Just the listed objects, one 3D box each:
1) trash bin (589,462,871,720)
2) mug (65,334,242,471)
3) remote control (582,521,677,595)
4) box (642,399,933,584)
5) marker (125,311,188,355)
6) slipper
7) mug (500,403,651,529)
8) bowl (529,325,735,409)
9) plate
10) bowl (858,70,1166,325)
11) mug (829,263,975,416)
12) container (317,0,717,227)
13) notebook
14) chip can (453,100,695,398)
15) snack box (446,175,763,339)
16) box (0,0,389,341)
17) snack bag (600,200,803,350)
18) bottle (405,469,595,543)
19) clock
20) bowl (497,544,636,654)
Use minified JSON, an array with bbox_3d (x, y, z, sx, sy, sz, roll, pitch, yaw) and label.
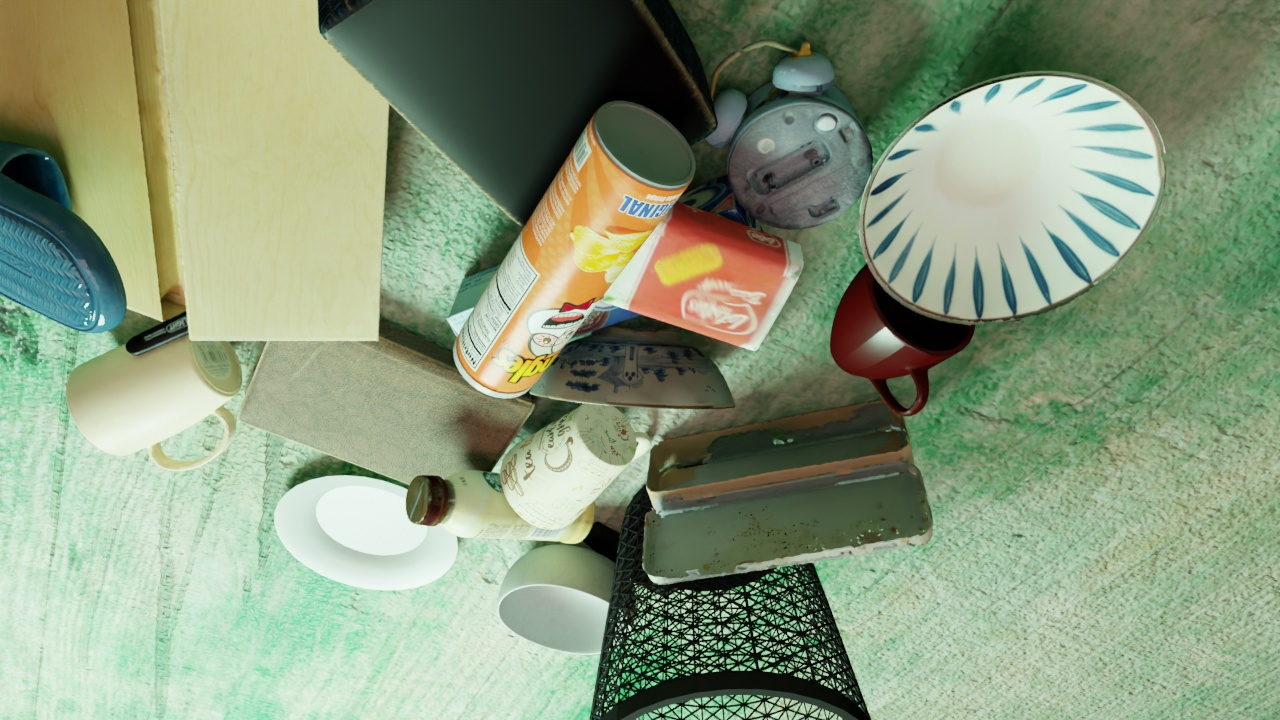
[{"bbox_3d":[0.065,0.228,0.764,0.217,0.242,0.217,0,128,0],"label":"trash bin"},{"bbox_3d":[-0.370,0.032,0.725,0.104,0.085,0.111,-23,101,9],"label":"mug"},{"bbox_3d":[-0.007,0.197,0.904,0.039,0.010,0.124,-36,120,29],"label":"remote control"},{"bbox_3d":[0.108,0.101,0.722,0.216,0.148,0.043,-12,116,12],"label":"box"},{"bbox_3d":[-0.327,-0.035,0.687,0.123,0.018,0.015,-26,161,-4],"label":"marker"},{"bbox_3d":[-0.374,-0.081,0.559,0.214,0.059,0.104,28,132,24],"label":"slipper"},{"bbox_3d":[-0.040,0.082,0.762,0.121,0.081,0.097,2,148,-44],"label":"mug"},{"bbox_3d":[-0.004,0.004,0.680,0.151,0.151,0.057,5,90,-1],"label":"bowl"},{"bbox_3d":[-0.261,0.162,0.882,0.173,0.019,0.173,2,131,2],"label":"plate"},{"bbox_3d":[0.224,-0.112,0.581,0.177,0.070,0.178,2,132,2],"label":"bowl"},{"bbox_3d":[0.177,-0.012,0.653,0.087,0.114,0.089,4,154,-21],"label":"mug"},{"bbox_3d":[-0.060,-0.172,0.504,0.145,0.071,0.187,-24,144,18],"label":"container"},{"bbox_3d":[-0.202,0.020,0.745,0.215,0.034,0.191,25,127,-18],"label":"notebook"},{"bbox_3d":[-0.048,-0.058,0.556,0.062,0.062,0.211,25,136,-17],"label":"chip can"},{"bbox_3d":[-0.026,-0.060,0.651,0.227,0.059,0.059,-18,124,18],"label":"snack box"},{"bbox_3d":[-0.282,-0.138,0.568,0.261,0.096,0.248,13,122,0],"label":"box"},{"bbox_3d":[0.038,-0.056,0.588,0.116,0.036,0.077,18,127,-11],"label":"snack bag"},{"bbox_3d":[-0.117,0.124,0.779,0.162,0.056,0.057,13,135,-39],"label":"bottle"},{"bbox_3d":[0.092,-0.142,0.576,0.089,0.051,0.124,-25,124,25],"label":"clock"},{"bbox_3d":[-0.068,0.225,0.892,0.132,0.064,0.132,6,137,6],"label":"bowl"}]
